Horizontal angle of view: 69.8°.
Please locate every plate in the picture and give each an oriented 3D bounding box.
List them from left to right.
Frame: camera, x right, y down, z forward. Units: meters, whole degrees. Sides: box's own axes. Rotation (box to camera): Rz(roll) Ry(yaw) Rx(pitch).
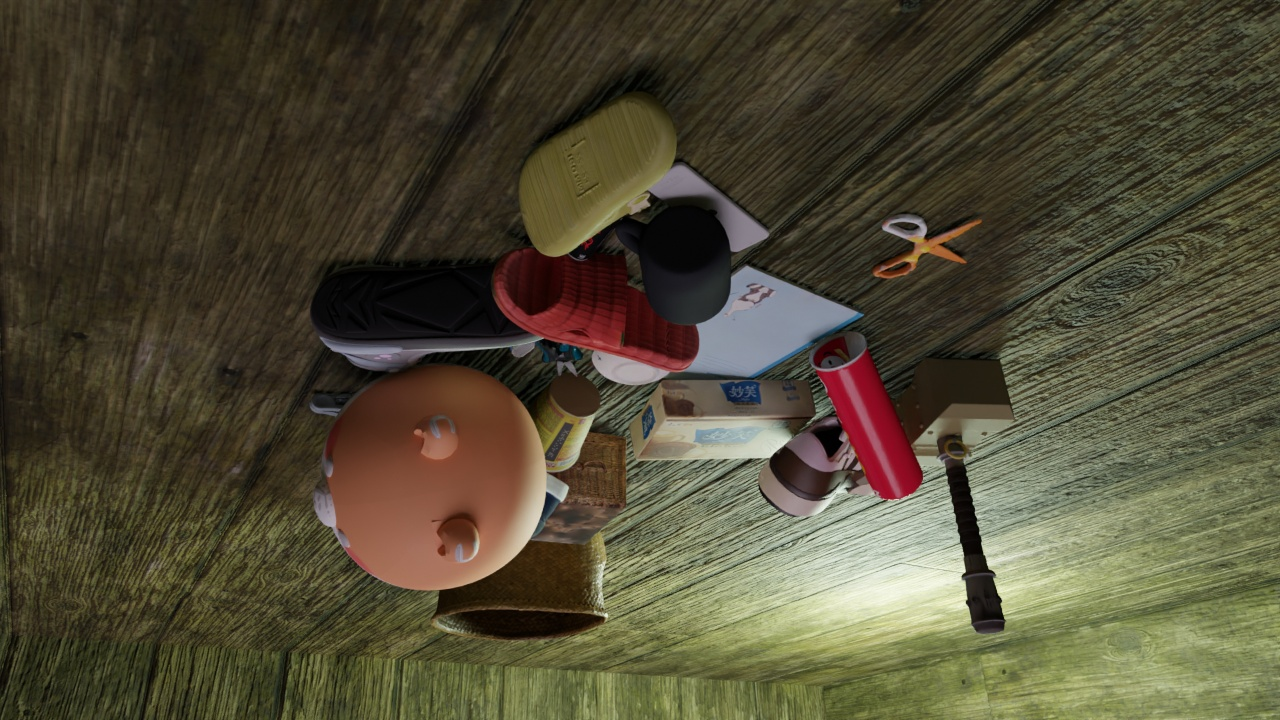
[{"bbox_3d":[-0.007,0.006,1.106,0.104,0.026,0.104,0,151,0],"label":"plate"}]

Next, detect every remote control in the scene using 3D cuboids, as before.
[{"bbox_3d":[0.065,-0.143,0.868,0.045,0.008,0.146,-23,145,34],"label":"remote control"}]

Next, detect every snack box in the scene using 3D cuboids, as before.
[{"bbox_3d":[0.106,0.081,1.221,0.207,0.055,0.154,0,154,-17],"label":"snack box"}]

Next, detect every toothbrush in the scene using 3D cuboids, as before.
[{"bbox_3d":[-0.087,-0.049,1.002,0.016,0.014,0.167,31,130,-33],"label":"toothbrush"}]

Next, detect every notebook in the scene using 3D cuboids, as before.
[{"bbox_3d":[0.110,-0.027,1.088,0.181,0.009,0.254,17,147,-31],"label":"notebook"}]

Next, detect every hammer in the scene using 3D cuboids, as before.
[{"bbox_3d":[0.405,0.177,1.156,0.100,0.324,0.191,2,152,-7],"label":"hammer"}]

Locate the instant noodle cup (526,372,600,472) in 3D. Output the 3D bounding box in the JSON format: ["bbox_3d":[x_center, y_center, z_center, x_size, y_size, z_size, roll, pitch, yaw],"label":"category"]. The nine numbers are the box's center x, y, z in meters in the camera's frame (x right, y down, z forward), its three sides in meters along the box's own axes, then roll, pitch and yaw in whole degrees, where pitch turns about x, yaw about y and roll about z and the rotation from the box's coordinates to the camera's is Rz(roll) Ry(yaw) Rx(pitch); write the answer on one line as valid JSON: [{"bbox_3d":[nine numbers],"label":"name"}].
[{"bbox_3d":[-0.103,0.073,1.183,0.100,0.100,0.113,11,138,-24],"label":"instant noodle cup"}]

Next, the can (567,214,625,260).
[{"bbox_3d":[-0.043,-0.127,0.865,0.031,0.031,0.081,12,148,-26],"label":"can"}]

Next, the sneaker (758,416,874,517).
[{"bbox_3d":[0.272,0.115,1.235,0.293,0.111,0.117,-6,134,-48],"label":"sneaker"}]

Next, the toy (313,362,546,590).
[{"bbox_3d":[-0.236,0.135,1.053,0.265,0.263,0.281,-11,-178,-20],"label":"toy"}]

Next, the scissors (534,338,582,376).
[{"bbox_3d":[-0.098,-0.020,1.073,0.119,0.019,0.152,15,147,-27],"label":"scissors"}]

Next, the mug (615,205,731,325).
[{"bbox_3d":[0.028,-0.100,0.871,0.122,0.085,0.094,31,163,16],"label":"mug"}]

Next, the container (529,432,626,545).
[{"bbox_3d":[-0.103,0.192,1.372,0.113,0.112,0.199,9,149,-20],"label":"container"}]

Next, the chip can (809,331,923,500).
[{"bbox_3d":[0.279,0.071,1.120,0.069,0.069,0.220,-17,121,25],"label":"chip can"}]

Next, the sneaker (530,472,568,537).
[{"bbox_3d":[-0.222,0.202,1.295,0.120,0.127,0.295,36,161,-32],"label":"sneaker"}]

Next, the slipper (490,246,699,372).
[{"bbox_3d":[-0.031,-0.058,0.919,0.248,0.103,0.059,18,146,-31],"label":"slipper"}]

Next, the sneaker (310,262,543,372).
[{"bbox_3d":[-0.209,-0.033,0.985,0.256,0.093,0.161,-1,160,-5],"label":"sneaker"}]

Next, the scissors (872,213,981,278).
[{"bbox_3d":[0.284,-0.118,0.930,0.126,0.011,0.131,-26,144,38],"label":"scissors"}]

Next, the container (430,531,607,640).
[{"bbox_3d":[-0.211,0.373,1.615,0.307,0.196,0.307,-3,153,-2],"label":"container"}]

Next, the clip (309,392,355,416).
[{"bbox_3d":[-0.339,0.077,1.229,0.169,0.031,0.165,-3,150,4],"label":"clip"}]

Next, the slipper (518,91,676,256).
[{"bbox_3d":[-0.029,-0.159,0.773,0.081,0.091,0.191,-19,174,-45],"label":"slipper"}]
